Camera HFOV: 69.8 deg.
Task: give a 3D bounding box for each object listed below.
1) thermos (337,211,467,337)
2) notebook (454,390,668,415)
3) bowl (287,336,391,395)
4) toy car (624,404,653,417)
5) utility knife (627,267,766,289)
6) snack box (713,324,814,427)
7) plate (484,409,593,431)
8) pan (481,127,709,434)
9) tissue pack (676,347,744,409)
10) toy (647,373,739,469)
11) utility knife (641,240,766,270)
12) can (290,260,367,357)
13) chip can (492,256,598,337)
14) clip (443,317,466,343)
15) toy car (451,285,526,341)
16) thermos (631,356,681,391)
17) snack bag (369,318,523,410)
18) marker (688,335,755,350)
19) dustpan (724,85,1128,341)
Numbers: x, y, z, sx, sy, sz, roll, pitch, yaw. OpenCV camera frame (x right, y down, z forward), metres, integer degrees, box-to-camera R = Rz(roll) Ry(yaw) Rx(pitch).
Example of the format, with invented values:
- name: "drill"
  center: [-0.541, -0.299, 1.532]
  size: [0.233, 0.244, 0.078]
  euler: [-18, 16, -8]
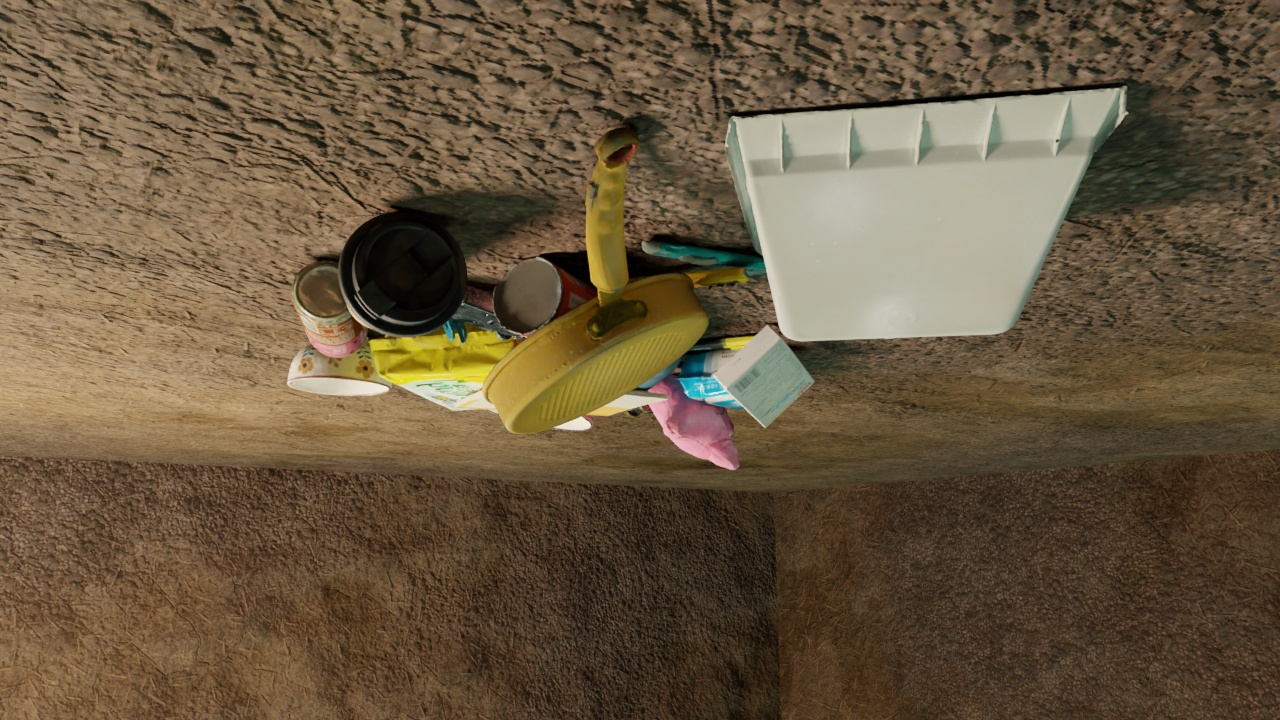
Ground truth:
- name: "thermos"
  center: [-0.193, -0.060, 0.717]
  size: [0.093, 0.093, 0.143]
  euler: [5, 174, -24]
- name: "notebook"
  center: [-0.093, 0.046, 1.063]
  size: [0.206, 0.010, 0.146]
  euler: [6, 166, -31]
- name: "bowl"
  center: [-0.341, 0.002, 1.049]
  size: [0.113, 0.062, 0.113]
  euler: [0, 167, 0]
- name: "toy car"
  center: [-0.042, 0.047, 1.302]
  size: [0.158, 0.042, 0.070]
  euler: [15, 164, -18]
- name: "utility knife"
  center: [0.037, -0.068, 0.797]
  size: [0.174, 0.015, 0.033]
  euler: [-3, 177, 40]
- name: "snack box"
  center: [0.146, 0.021, 1.064]
  size: [0.085, 0.027, 0.156]
  euler: [-43, 149, 4]
- name: "plate"
  center: [-0.155, 0.052, 1.274]
  size: [0.192, 0.039, 0.192]
  euler: [13, 164, 4]
- name: "pan"
  center: [-0.029, -0.044, 0.690]
  size: [0.197, 0.078, 0.358]
  euler: [-26, 167, -18]
- name: "tissue pack"
  center: [0.120, 0.025, 1.155]
  size: [0.090, 0.063, 0.140]
  euler: [-9, 165, 36]
- name: "toy"
  center: [0.059, 0.067, 1.201]
  size: [0.178, 0.075, 0.194]
  euler: [39, -165, -6]
- name: "utility knife"
  center: [0.071, -0.084, 0.765]
  size: [0.160, 0.013, 0.029]
  euler: [5, 172, -23]
- name: "can"
  center: [-0.283, -0.044, 0.843]
  size: [0.058, 0.058, 0.147]
  euler: [3, 168, -14]
- name: "chip can"
  center: [-0.050, -0.033, 0.863]
  size: [0.073, 0.073, 0.216]
  euler: [-5, 167, 24]
- name: "clip"
  center: [-0.184, -0.038, 0.898]
  size: [0.046, 0.057, 0.014]
  euler: [8, 128, -36]
- name: "toy car"
  center: [-0.150, -0.050, 0.874]
  size: [0.120, 0.036, 0.054]
  euler: [18, 162, -27]
- name: "thermos"
  center: [-0.006, 0.006, 1.068]
  size: [0.070, 0.070, 0.221]
  euler: [3, 168, -12]
- name: "snack bag"
  center: [-0.182, 0.006, 1.050]
  size: [0.158, 0.068, 0.246]
  euler: [-4, 166, 10]
- name: "marker"
  center: [0.086, -0.018, 1.071]
  size: [0.124, 0.015, 0.018]
  euler: [-5, 164, 26]
- name: "dustpan"
  center: [0.179, -0.111, 0.651]
  size: [0.223, 0.142, 0.258]
  euler: [-2, 139, 9]
